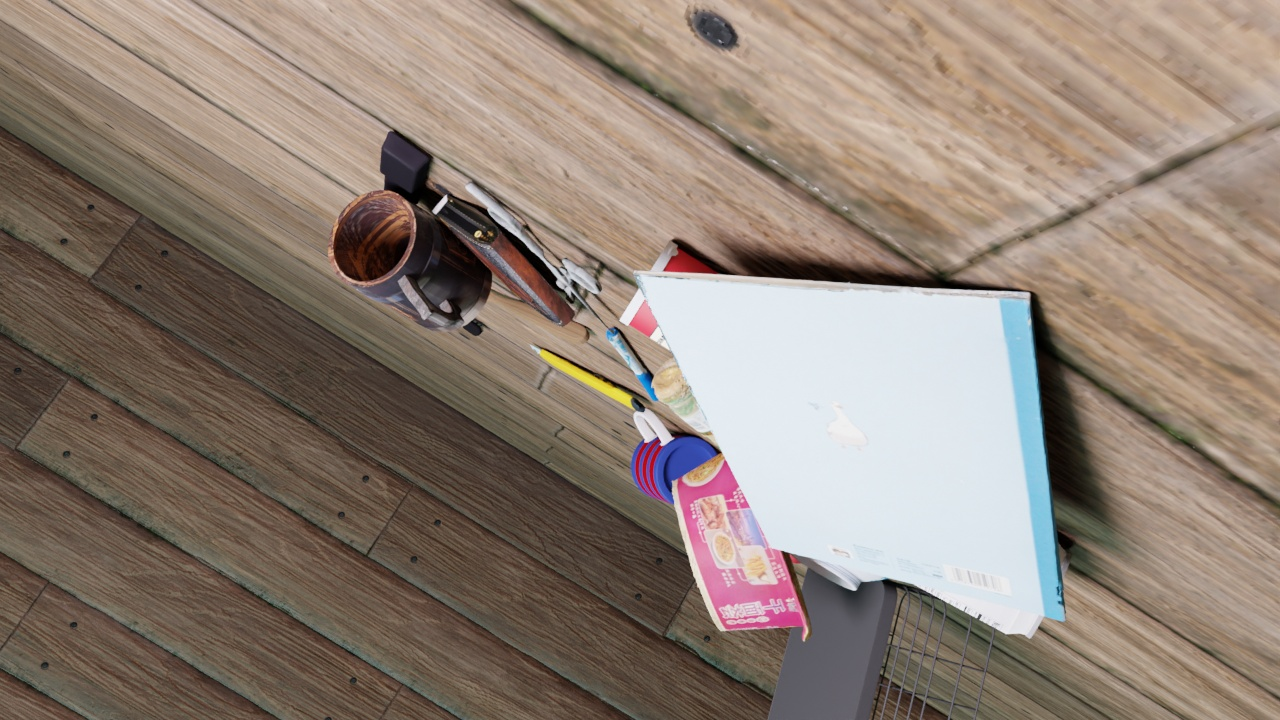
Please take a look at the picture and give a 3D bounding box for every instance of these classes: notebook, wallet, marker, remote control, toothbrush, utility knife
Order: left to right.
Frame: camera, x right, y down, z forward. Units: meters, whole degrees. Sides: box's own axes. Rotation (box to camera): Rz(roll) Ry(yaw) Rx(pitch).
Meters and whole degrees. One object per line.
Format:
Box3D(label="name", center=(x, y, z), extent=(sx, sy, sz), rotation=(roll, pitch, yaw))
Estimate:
Box3D(label="remote control", center=(-0.173, -0.132, 0.662), extent=(0.032, 0.015, 0.136), rotation=(34, 168, -12))
Box3D(label="toothbrush", center=(-0.257, -0.080, 1.079), extent=(0.167, 0.014, 0.014), rotation=(35, -158, -2))
Box3D(label="wallet", center=(-0.100, -0.073, 0.693), extent=(0.072, 0.019, 0.123), rotation=(36, 172, 35))
Box3D(label="toothbrush", center=(-0.109, -0.047, 0.845), extent=(0.167, 0.016, 0.016), rotation=(23, 166, 36))
Box3D(label="utility knife", center=(-0.060, 0.017, 0.978), extent=(0.165, 0.017, 0.030), rotation=(24, 161, 31))
Box3D(label="marker", center=(-0.005, 0.005, 0.802), extent=(0.013, 0.013, 0.142), rotation=(26, 167, 26))
Box3D(label="notebook", center=(0.116, 0.050, 0.471), extent=(0.181, 0.009, 0.253), rotation=(8, 143, 34))

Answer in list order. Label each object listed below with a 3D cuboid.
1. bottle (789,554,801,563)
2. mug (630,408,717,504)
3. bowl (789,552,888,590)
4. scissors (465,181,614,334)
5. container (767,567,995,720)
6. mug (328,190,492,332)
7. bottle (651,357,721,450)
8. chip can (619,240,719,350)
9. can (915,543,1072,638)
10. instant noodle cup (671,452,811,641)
Box3D(label="bottle", center=(0.129, 0.169, 1.015), extent=(0.138, 0.062, 0.062), rotation=(25, 166, 35))
Box3D(label="mug", center=(0.029, 0.102, 0.994), extent=(0.112, 0.074, 0.076), rotation=(62, 161, -10))
Box3D(label="bowl", center=(0.172, 0.147, 0.785), extent=(0.144, 0.074, 0.144), rotation=(30, 168, 7))
Box3D(label="scissors", center=(-0.066, -0.069, 0.655), extent=(0.162, 0.014, 0.142), rotation=(41, 172, -15))
Box3D(label="container", center=(0.226, 0.315, 0.870), extent=(0.130, 0.241, 0.163), rotation=(18, 171, -12))
Box3D(label="mug", center=(-0.164, -0.062, 0.695), extent=(0.115, 0.080, 0.107), rotation=(51, -174, 23))
Box3D(label="bottle", center=(0.057, 0.040, 0.724), extent=(0.111, 0.043, 0.043), rotation=(40, 166, -30))
Box3D(label="chip can", center=(0.093, 0.013, 0.502), extent=(0.214, 0.051, 0.052), rotation=(32, 168, -2))
Box3D(label="can", center=(0.207, 0.123, 0.611), extent=(0.132, 0.070, 0.070), rotation=(26, 167, 24))
Box3D(label="instant noodle cup", center=(0.085, 0.160, 0.806), extent=(0.178, 0.078, 0.178), rotation=(-18, -91, -83))
